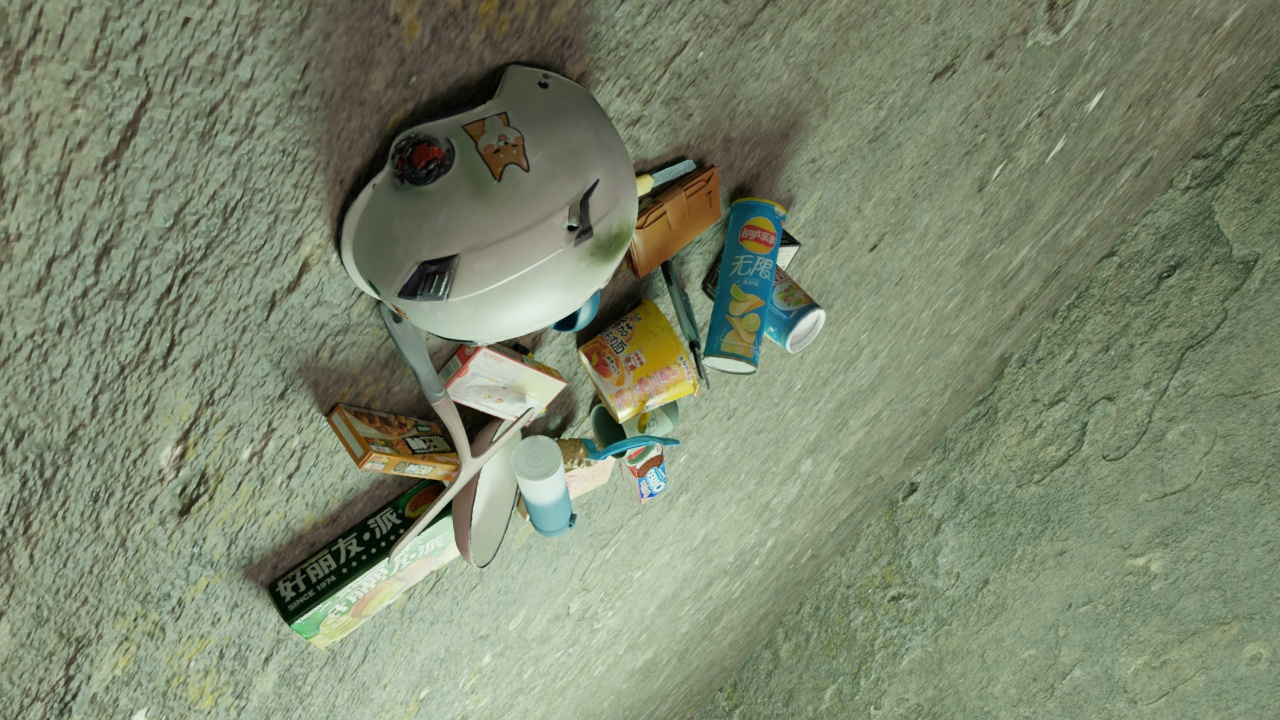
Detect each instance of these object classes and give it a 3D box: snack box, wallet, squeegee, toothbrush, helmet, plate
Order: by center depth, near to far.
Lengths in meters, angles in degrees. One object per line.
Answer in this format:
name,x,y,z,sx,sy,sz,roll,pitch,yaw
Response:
helmet,-0.110,-0.110,0.812,0.273,0.157,0.230,-38,152,-10
squeegee,-0.207,0.044,0.937,0.246,0.040,0.250,-48,136,-36
snack box,-0.260,0.090,0.987,0.026,0.075,0.153,-48,153,10
snack box,-0.159,0.026,1.058,0.077,0.027,0.155,-47,145,11
wallet,0.038,-0.164,1.072,0.131,0.031,0.108,-37,154,-13
plate,-0.192,0.157,1.130,0.192,0.039,0.192,12,89,-82
snack box,-0.327,0.252,1.144,0.239,0.063,0.115,-34,151,-16
toothbrush,0.007,0.050,1.229,0.189,0.016,0.016,-78,-167,-68
snack box,0.150,-0.118,1.260,0.113,0.053,0.126,-9,139,-47
snack box,-0.107,0.177,1.371,0.156,0.026,0.085,-22,146,-36
snack box,0.000,0.154,1.449,0.057,0.058,0.208,-32,151,-15

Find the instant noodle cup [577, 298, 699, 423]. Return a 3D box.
instant noodle cup,-0.007,0.007,1.152,0.109,0.138,0.138,-29,151,-9

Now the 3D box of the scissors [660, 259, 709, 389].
scissors,0.055,-0.056,1.146,0.019,0.170,0.181,-17,132,8

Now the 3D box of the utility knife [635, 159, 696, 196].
utility knife,-0.022,-0.175,0.985,0.212,0.022,0.031,-23,149,-21

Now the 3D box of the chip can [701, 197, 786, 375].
chip can,0.128,-0.091,1.127,0.071,0.071,0.210,42,56,-63

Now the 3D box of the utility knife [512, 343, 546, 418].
utility knife,-0.136,0.032,1.133,0.033,0.015,0.171,-32,150,-13

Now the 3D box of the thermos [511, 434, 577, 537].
thermos,-0.126,0.176,1.231,0.070,0.070,0.221,-34,154,-17

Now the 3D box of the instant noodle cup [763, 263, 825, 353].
instant noodle cup,0.180,-0.069,1.202,0.099,0.110,0.099,-33,147,-24

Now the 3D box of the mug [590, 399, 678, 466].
mug,-0.004,0.093,1.309,0.106,0.082,0.112,-26,120,-36

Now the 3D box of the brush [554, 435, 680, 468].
brush,-0.043,0.114,1.200,0.083,0.046,0.255,2,170,-41

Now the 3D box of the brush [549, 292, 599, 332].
brush,-0.073,-0.079,0.991,0.055,0.073,0.144,-23,153,-28
